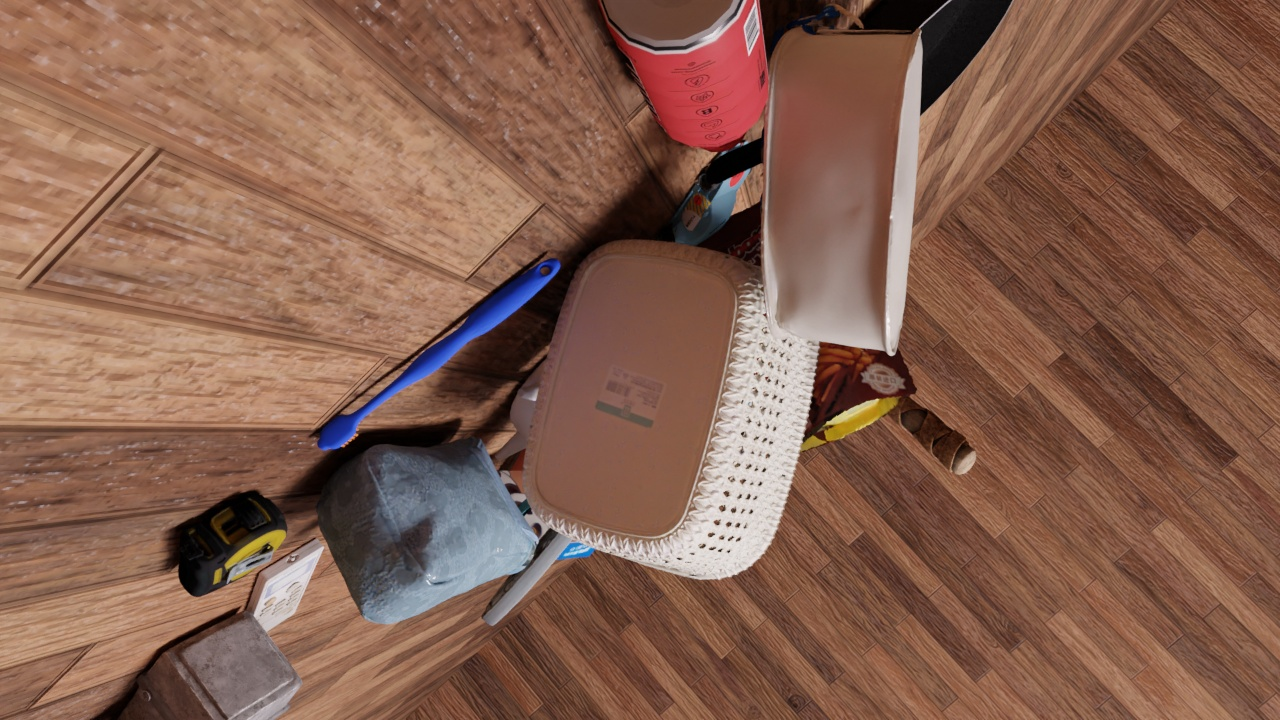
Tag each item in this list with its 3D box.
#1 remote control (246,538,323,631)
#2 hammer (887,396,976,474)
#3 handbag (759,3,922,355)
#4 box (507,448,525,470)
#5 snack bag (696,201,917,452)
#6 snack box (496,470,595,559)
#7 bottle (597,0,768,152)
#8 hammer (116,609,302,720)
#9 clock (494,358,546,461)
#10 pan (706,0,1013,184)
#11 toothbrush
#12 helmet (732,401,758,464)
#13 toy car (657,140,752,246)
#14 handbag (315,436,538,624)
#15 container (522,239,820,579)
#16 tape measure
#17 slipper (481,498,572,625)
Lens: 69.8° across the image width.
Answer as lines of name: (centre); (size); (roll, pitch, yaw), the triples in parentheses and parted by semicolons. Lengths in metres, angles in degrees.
remote control: (-0.287, 0.186, 0.728); (0.050, 0.011, 0.136); (-32, 165, -44)
hammer: (0.189, -0.007, 0.881); (0.049, 0.319, 0.121); (-41, 151, -7)
handbag: (0.129, -0.113, 0.567); (0.199, 0.093, 0.201); (-39, 131, -59)
box: (-0.097, 0.099, 0.953); (0.187, 0.059, 0.056); (-55, -172, 39)
snack bag: (0.124, -0.037, 0.729); (0.139, 0.207, 0.066); (-30, 153, 23)
snack box: (-0.112, 0.148, 0.879); (0.151, 0.087, 0.034); (7, 134, -47)
bottle: (0.028, -0.141, 0.435); (0.062, 0.062, 0.176); (-43, 170, 5)
hammer: (-0.393, 0.299, 0.600); (0.177, 0.079, 0.325); (-48, 168, 26)
clock: (-0.045, 0.036, 0.813); (0.160, 0.073, 0.126); (-33, 161, -37)
pan: (0.160, -0.207, 0.696); (0.354, 0.044, 0.205); (-31, 163, -35)
toothbrush: (-0.120, -0.005, 0.560); (0.182, 0.016, 0.018); (-40, 174, -13)
helmet: (0.105, 0.047, 1.173); (0.265, 0.167, 0.225); (-40, 172, -4)
toy car: (0.055, -0.119, 0.712); (0.060, 0.027, 0.108); (-32, 165, -46)
handbag: (-0.159, 0.125, 0.664); (0.119, 0.121, 0.191); (-34, 172, 14)
container: (0.018, 0.031, 0.656); (0.142, 0.185, 0.246); (23, 79, -67)
tape measure: (-0.237, 0.108, 0.536); (0.061, 0.034, 0.062); (-36, 169, -39)
slipper: (-0.054, 0.108, 0.787); (0.269, 0.055, 0.098); (-48, 179, 1)
